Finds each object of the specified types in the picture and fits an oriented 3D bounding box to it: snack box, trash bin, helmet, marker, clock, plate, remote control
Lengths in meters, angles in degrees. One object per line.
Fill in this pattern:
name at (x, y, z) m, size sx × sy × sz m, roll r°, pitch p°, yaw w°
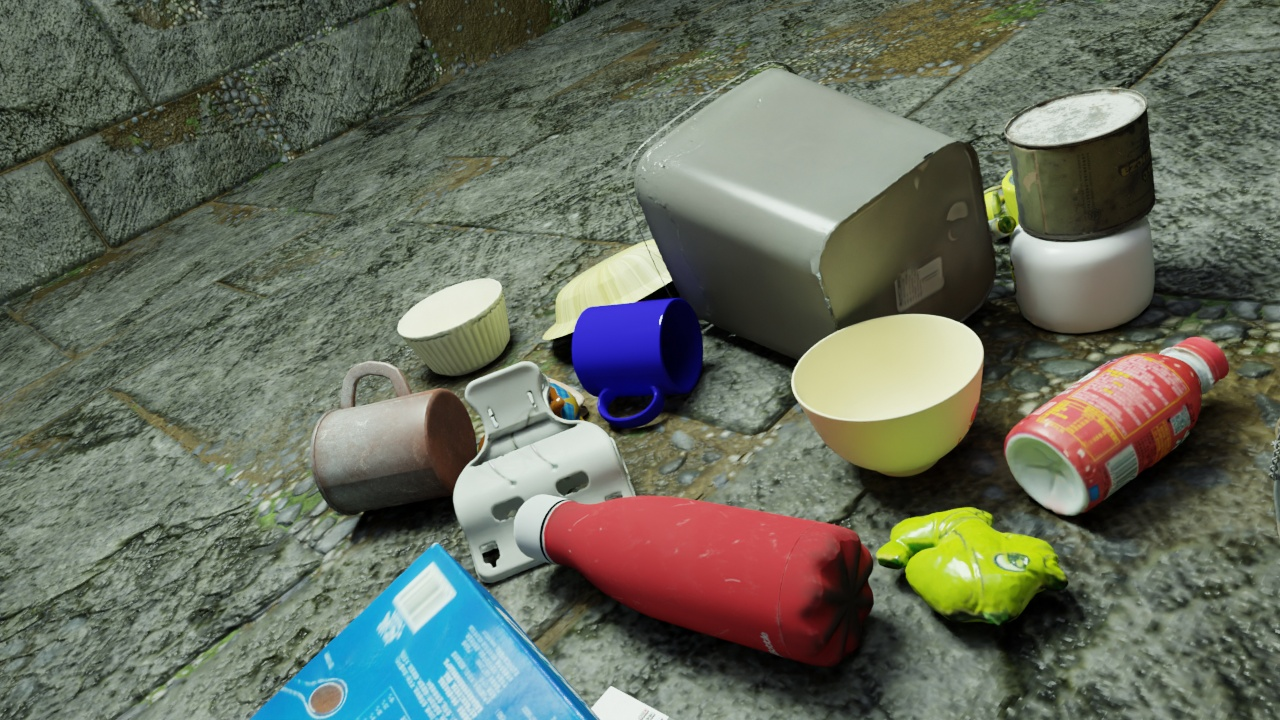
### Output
snack box at (-0.115, 0.217, 0.439) m, size 0.195 × 0.056 × 0.239 m, roll -44°, pitch 34°, yaw -14°
trash bin at (0.141, -0.106, 0.738) m, size 0.197 × 0.197 × 0.220 m, roll -37°, pitch 37°, yaw -13°
helmet at (0.324, 0.041, 0.295) m, size 0.224 × 0.237 × 0.192 m, roll -25°, pitch 43°, yaw -15°
marker at (0.266, -0.097, 0.744) m, size 0.017 × 0.017 × 0.146 m, roll -22°, pitch 0°, yaw -2°
clock at (0.344, -0.138, 0.793) m, size 0.083 × 0.057 × 0.119 m, roll -38°, pitch 26°, yaw -28°
plate at (-0.024, -0.082, 0.905) m, size 0.184 × 0.036 × 0.184 m, roll -27°, pitch 11°, yaw 6°
remote control at (0.020, 0.200, 0.463) m, size 0.124 × 0.012 × 0.028 m, roll 10°, pitch 41°, yaw 44°

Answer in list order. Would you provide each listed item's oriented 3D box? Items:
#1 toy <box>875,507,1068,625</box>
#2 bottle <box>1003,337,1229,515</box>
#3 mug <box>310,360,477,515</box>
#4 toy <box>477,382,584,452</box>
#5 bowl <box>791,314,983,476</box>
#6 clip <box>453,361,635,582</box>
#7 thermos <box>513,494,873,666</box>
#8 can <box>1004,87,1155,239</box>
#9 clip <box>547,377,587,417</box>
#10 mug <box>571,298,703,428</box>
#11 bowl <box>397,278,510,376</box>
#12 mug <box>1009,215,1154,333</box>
toy at (0.176, 0.108, 0.497) m, size 0.094 × 0.036 × 0.093 m, roll -13°, pitch 23°, yaw 20°
bottle at (0.282, 0.031, 0.531) m, size 0.137 × 0.062 × 0.062 m, roll -29°, pitch 29°, yaw -16°
mug at (-0.202, 0.059, 0.753) m, size 0.110 × 0.123 × 0.096 m, roll -11°, pitch 1°, yaw 10°
toy at (-0.089, 0.067, 0.742) m, size 0.103 × 0.070 × 0.090 m, roll -29°, pitch 42°, yaw 15°
bowl at (0.164, 0.032, 0.593) m, size 0.118 × 0.074 × 0.117 m, roll -16°, pitch 28°, yaw 9°
clip at (-0.078, 0.077, 0.678) m, size 0.125 × 0.089 × 0.150 m, roll -21°, pitch 64°, yaw -3°
thermos at (0.016, 0.117, 0.547) m, size 0.240 × 0.073 × 0.073 m, roll 4°, pitch 37°, yaw 39°
can at (0.309, -0.138, 0.646) m, size 0.090 × 0.075 × 0.089 m, roll -18°, pitch 29°, yaw 10°
clip at (-0.070, 0.032, 0.804) m, size 0.025 × 0.049 × 0.061 m, roll -32°, pitch 2°, yaw -21°
mug at (-0.005, 0.004, 0.769) m, size 0.084 × 0.079 × 0.111 m, roll -3°, pitch 61°, yaw 30°
bowl at (-0.187, -0.030, 0.958) m, size 0.115 × 0.062 × 0.115 m, roll -17°, pitch 28°, yaw 9°
mug at (0.328, -0.077, 0.681) m, size 0.094 × 0.068 × 0.115 m, roll -1°, pitch 34°, yaw 33°
